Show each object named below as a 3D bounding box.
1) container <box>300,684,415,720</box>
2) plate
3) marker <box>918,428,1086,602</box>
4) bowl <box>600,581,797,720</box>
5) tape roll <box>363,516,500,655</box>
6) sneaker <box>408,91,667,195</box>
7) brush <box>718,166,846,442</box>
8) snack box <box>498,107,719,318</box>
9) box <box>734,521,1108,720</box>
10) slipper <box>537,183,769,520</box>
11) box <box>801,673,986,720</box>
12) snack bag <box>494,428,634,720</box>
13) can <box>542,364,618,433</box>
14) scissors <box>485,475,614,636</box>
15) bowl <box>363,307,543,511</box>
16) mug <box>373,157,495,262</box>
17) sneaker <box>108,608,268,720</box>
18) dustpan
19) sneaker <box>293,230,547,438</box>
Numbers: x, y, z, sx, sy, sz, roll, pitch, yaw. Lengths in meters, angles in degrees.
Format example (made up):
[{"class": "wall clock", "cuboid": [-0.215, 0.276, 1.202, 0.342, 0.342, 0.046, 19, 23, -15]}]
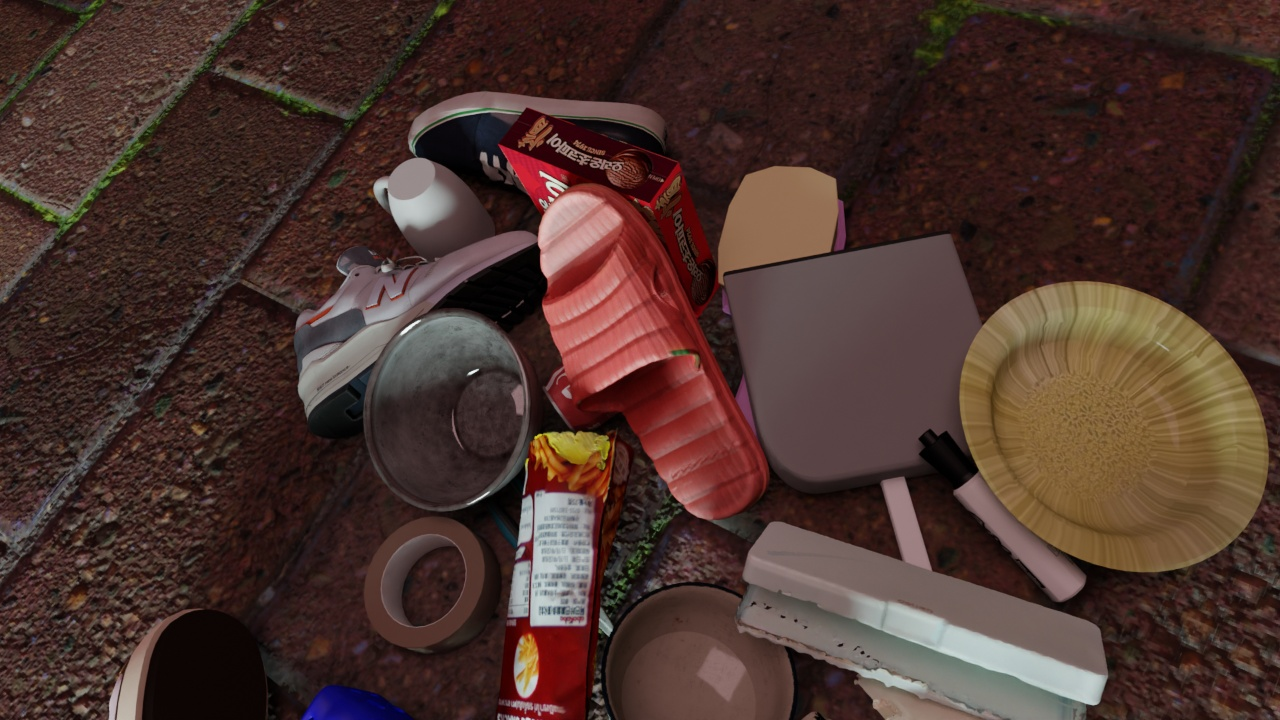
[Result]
[{"class": "container", "cuboid": [-0.161, 0.270, 0.578, 0.114, 0.085, 0.084, 20, 71, 26]}, {"class": "plate", "cuboid": [0.285, 0.041, 0.570, 0.184, 0.036, 0.184, 1, 67, -1]}, {"class": "marker", "cuboid": [0.218, 0.092, 0.562, 0.025, 0.025, 0.126, -40, 80, -6]}, {"class": "bowl", "cuboid": [0.032, 0.201, 0.557, 0.115, 0.059, 0.115, 3, 54, -5]}, {"class": "tape roll", "cuboid": [-0.150, 0.162, 0.661, 0.094, 0.030, 0.093, -7, 62, 14]}, {"class": "sneaker", "cuboid": [-0.098, -0.172, 0.788, 0.235, 0.084, 0.079, 5, 65, 15]}, {"class": "brush", "cuboid": [0.095, -0.043, 0.683, 0.089, 0.043, 0.228, 7, 66, 20]}, {"class": "snack box", "cuboid": [-0.018, -0.107, 0.687, 0.133, 0.152, 0.035, 26, 74, 27]}, {"class": "box", "cuboid": [0.159, 0.147, 0.531, 0.199, 0.073, 0.085, 15, 48, 18]}, {"class": "slipper", "cuboid": [-0.004, 0.004, 0.608, 0.104, 0.059, 0.249, -26, 94, 37]}, {"class": "box", "cuboid": [0.148, 0.251, 0.499, 0.181, 0.081, 0.143, -45, 31, -2]}, {"class": "snack bag", "cuboid": [-0.059, 0.151, 0.581, 0.066, 0.139, 0.207, 20, 65, -23]}, {"class": "can", "cuboid": [-0.021, 0.010, 0.686, 0.096, 0.054, 0.054, -35, 59, -2]}, {"class": "scissors", "cuboid": [-0.067, 0.143, 0.652, 0.135, 0.019, 0.130, -5, 66, 22]}, {"class": "bowl", "cuboid": [-0.128, 0.038, 0.683, 0.145, 0.067, 0.145, -3, 82, 25]}, {"class": "mug", "cuboid": [-0.190, -0.133, 0.790, 0.107, 0.089, 0.071, 19, 71, 25]}, {"class": "sneaker", "cuboid": [-0.310, 0.321, 0.600, 0.117, 0.111, 0.293, -37, 58, 22]}, {"class": "dustpan", "cuboid": [0.160, 0.044, 0.611, 0.163, 0.033, 0.257, -11, 66, 1]}, {"class": "sneaker", "cuboid": [-0.194, -0.052, 0.751, 0.240, 0.089, 0.124, -38, 62, 0]}]
